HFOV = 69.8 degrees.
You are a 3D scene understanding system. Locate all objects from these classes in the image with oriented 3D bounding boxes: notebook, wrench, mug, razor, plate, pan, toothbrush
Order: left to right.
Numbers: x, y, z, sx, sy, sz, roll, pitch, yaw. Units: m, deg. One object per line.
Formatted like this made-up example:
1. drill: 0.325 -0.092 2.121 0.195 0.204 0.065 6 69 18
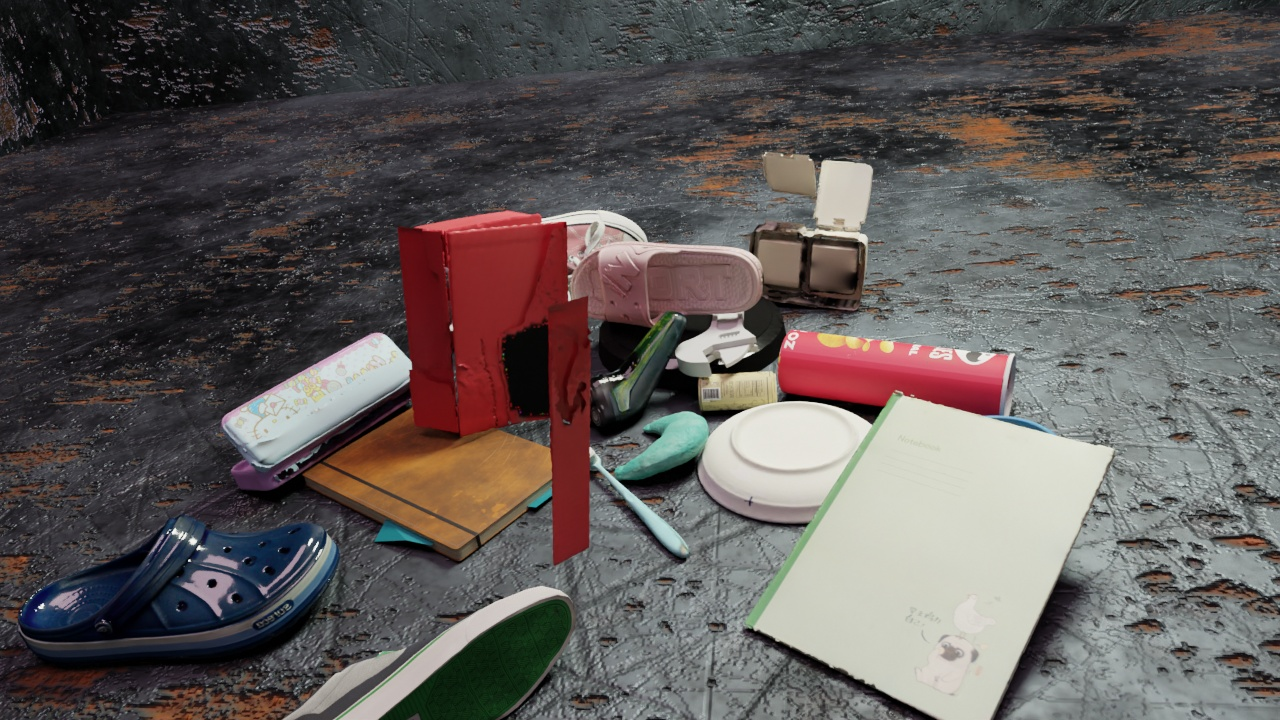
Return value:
1. notebook: -0.197 0.114 0.894 0.250 0.014 0.177 15 34 35
2. mug: -0.134 -0.053 1.124 0.082 0.083 0.106 -2 27 10
3. toothbrush: -0.009 0.124 0.824 0.016 0.016 0.181 -34 39 -15
4. razor: -0.006 0.006 0.962 0.151 0.067 0.054 -54 36 -9
5. pan: 0.027 -0.059 1.151 0.225 0.034 0.356 -20 31 -23
6. wrench: 0.090 -0.051 1.057 0.087 0.018 0.272 -10 24 11
7. plate: 0.143 0.082 0.853 0.182 0.034 0.182 -6 28 3
8. notebook: 0.217 0.133 0.686 0.182 0.010 0.251 16 54 38

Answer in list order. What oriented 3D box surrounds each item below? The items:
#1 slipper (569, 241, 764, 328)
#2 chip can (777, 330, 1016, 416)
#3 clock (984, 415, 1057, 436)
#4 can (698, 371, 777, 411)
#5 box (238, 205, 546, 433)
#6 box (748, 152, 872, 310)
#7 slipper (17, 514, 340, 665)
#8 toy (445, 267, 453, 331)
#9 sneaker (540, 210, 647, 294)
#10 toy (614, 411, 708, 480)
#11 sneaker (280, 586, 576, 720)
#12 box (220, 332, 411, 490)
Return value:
1. slipper: 0.019 -0.085 1.039 0.240 0.094 0.064 0 22 26
2. chip can: 0.252 0.014 0.918 0.221 0.069 0.069 8 31 27
3. clock: 0.281 0.094 0.769 0.162 0.060 0.116 10 36 30
4. can: 0.101 0.032 0.953 0.079 0.038 0.038 -3 28 8
5. box: -0.264 -0.059 1.003 0.326 0.214 0.152 8 21 23
6. box: 0.213 -0.166 1.134 0.143 0.192 0.068 10 30 15
7. slipper: -0.377 0.178 0.736 0.253 0.095 0.105 -12 25 -1
8. toy: -0.209 -0.092 1.219 0.159 0.084 0.193 5 36 6
9. sneaker: -0.088 -0.136 1.200 0.240 0.118 0.088 -6 42 -28
10. toy: 0.026 0.080 0.886 0.085 0.033 0.105 -16 19 27
11. sneaker: -0.153 0.218 0.620 0.234 0.084 0.079 -29 35 -29
12. box: -0.328 0.056 0.964 0.077 0.096 0.213 23 39 25
